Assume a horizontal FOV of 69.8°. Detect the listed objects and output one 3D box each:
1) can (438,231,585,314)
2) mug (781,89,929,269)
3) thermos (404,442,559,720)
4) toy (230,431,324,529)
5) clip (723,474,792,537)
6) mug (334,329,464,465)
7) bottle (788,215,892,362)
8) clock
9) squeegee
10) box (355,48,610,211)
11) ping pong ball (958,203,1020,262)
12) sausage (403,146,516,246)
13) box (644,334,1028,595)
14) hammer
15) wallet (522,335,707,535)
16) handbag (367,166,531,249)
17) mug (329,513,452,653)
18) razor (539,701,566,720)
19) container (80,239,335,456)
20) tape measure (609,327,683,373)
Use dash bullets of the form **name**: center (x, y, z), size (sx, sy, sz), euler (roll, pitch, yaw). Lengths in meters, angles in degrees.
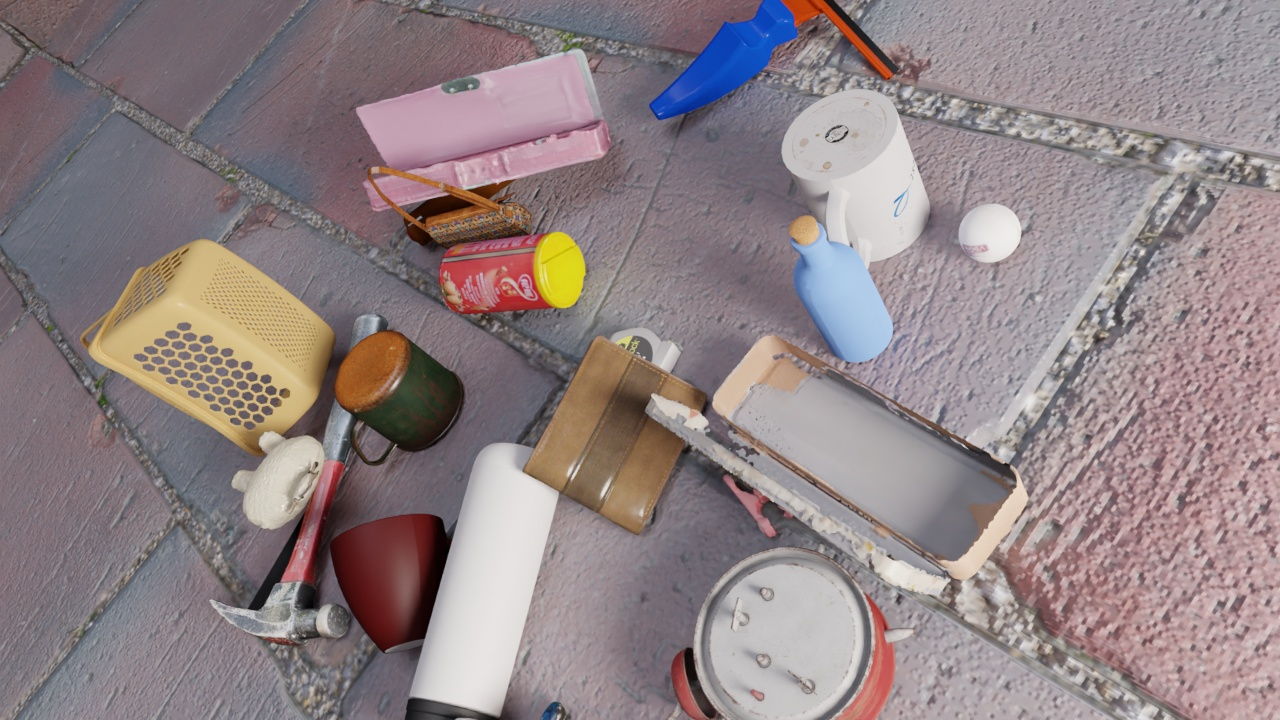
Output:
- **can**: center (-0.118, -0.078, 0.832), size (0.125, 0.066, 0.066), euler (-2, 59, 31)
- **mug**: center (0.156, -0.118, 0.668), size (0.083, 0.096, 0.119), euler (-2, 59, 31)
- **thermos**: center (-0.105, 0.170, 0.646), size (0.101, 0.068, 0.229), euler (-31, 40, 54)
- **toy**: center (-0.307, 0.104, 0.795), size (0.112, 0.050, 0.087), euler (15, 65, 31)
- **clip**: center (0.083, 0.091, 0.624), size (0.044, 0.023, 0.060), euler (-26, 51, 9)
- **mug**: center (-0.221, 0.037, 0.810), size (0.085, 0.081, 0.110), euler (17, 70, 38)
- **bottle**: center (0.130, -0.050, 0.615), size (0.048, 0.131, 0.048), euler (-16, 53, 22)
- **clock**: center (0.074, 0.183, 0.541), size (0.157, 0.062, 0.110), euler (-45, 48, -2)
- **squeegee**: center (0.088, -0.284, 0.851), size (0.185, 0.055, 0.249), euler (-35, 65, 7)
- **box**: center (-0.153, -0.223, 0.876), size (0.233, 0.107, 0.099), euler (-12, 19, 8)
- **ping pong ball**: center (0.241, -0.088, 0.632), size (0.040, 0.040, 0.040), euler (-16, 53, 22)
- **sausage**: center (-0.179, -0.174, 0.956), size (0.156, 0.040, 0.040), euler (-35, 48, 5)
- **box**: center (0.116, 0.054, 0.579), size (0.114, 0.096, 0.217), euler (-48, 48, -10)
- **hammer**: center (-0.293, 0.098, 0.848), size (0.141, 0.036, 0.325), euler (-10, 55, 24)
- **wallet**: center (-0.018, 0.053, 0.678), size (0.098, 0.027, 0.121), euler (28, 71, -1)
- **handbag**: center (-0.180, -0.145, 0.831), size (0.094, 0.195, 0.043), euler (-9, 77, 24)
- **mug**: center (-0.172, 0.171, 0.702), size (0.114, 0.087, 0.088), euler (-14, 68, -10)
- **razor**: center (-0.089, 0.289, 0.600), size (0.140, 0.018, 0.044), euler (-55, 24, -14)
- **container**: center (-0.412, -0.005, 0.880), size (0.167, 0.183, 0.129), euler (-29, 38, 25)
- **tape measure**: center (-0.004, 0.004, 0.740), size (0.065, 0.017, 0.064), euler (15, 69, 38)
